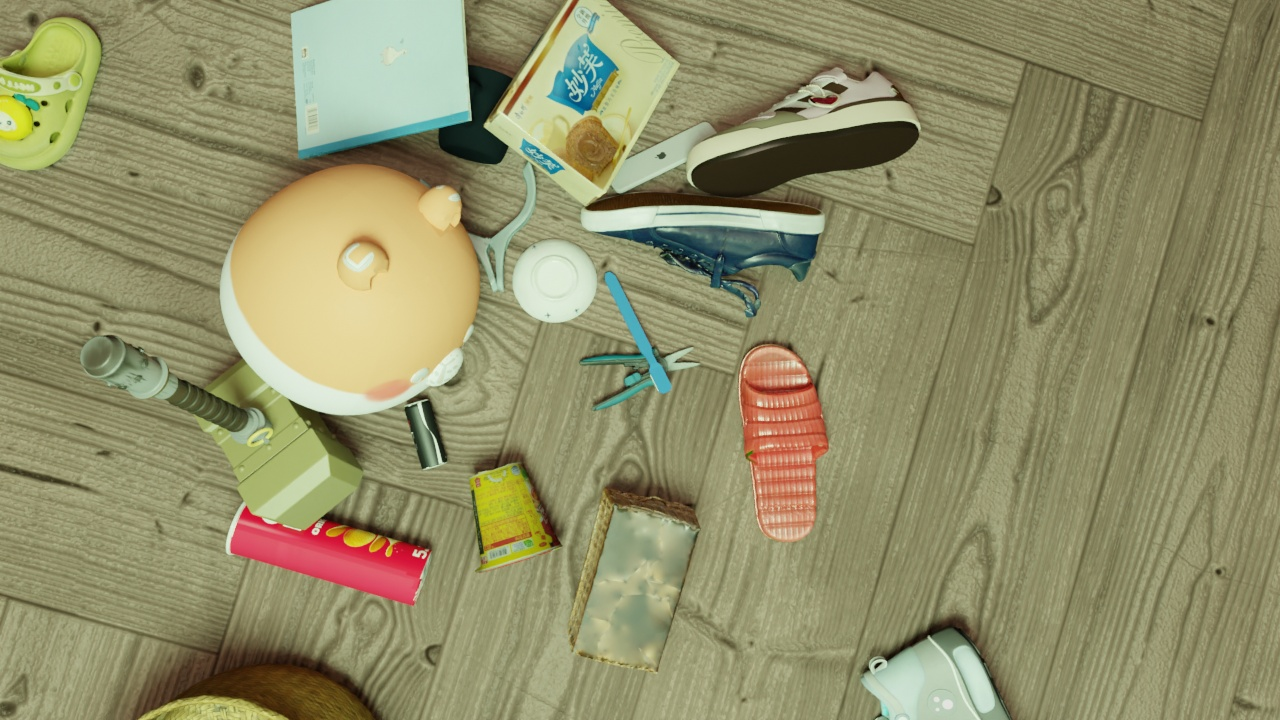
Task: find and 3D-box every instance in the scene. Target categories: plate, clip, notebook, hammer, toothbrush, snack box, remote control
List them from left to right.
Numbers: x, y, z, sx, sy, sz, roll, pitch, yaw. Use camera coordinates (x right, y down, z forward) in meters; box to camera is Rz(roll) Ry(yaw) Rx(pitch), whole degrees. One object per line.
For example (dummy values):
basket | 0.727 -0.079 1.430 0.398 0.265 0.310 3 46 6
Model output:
hammer | -0.431 0.048 0.925 0.100 0.325 0.190 -39 68 -5
notebook | -0.304 -0.340 1.055 0.254 0.009 0.181 -4 88 26
clip | -0.170 -0.186 1.117 0.164 0.031 0.169 -38 93 -3
plate | -0.105 -0.099 1.121 0.104 0.026 0.104 0 89 -4
snack box | -0.065 -0.310 1.069 0.153 0.055 0.207 35 70 -21
toothbrush | -0.005 -0.034 1.124 0.016 0.014 0.166 -24 78 -11
remote control | 0.028 -0.250 1.131 0.146 0.008 0.045 -27 55 -5

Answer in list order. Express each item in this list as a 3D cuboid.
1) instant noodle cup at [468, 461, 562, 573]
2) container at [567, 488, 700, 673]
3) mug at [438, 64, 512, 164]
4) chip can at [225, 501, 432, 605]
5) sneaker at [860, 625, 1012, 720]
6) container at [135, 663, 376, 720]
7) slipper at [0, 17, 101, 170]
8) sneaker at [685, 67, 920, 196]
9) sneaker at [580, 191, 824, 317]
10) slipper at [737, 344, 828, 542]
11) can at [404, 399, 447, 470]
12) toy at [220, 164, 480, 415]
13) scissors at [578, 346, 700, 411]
instant noodle cup | -0.153 0.181 1.082 0.100 0.100 0.112 -15 81 -5
container | -0.009 0.257 1.078 0.114 0.113 0.198 15 89 -4
mug | -0.192 -0.289 1.069 0.085 0.121 0.094 12 89 0
chip can | -0.360 0.224 1.073 0.220 0.069 0.069 17 87 -4
sneaker | 0.378 0.465 1.124 0.160 0.093 0.256 -25 92 4
container | -0.427 0.486 1.000 0.307 0.196 0.307 0 90 -6
slipper | -0.691 -0.312 1.053 0.091 0.082 0.190 23 85 -6
sneaker | 0.186 -0.290 1.113 0.293 0.112 0.116 -14 70 -7
sneaker | 0.072 -0.133 1.109 0.294 0.120 0.127 5 111 -7
slipper | 0.177 0.103 1.123 0.103 0.059 0.248 -6 91 -4
can | -0.258 0.089 1.102 0.031 0.031 0.080 -17 90 -5
toy | -0.294 -0.078 0.977 0.265 0.282 0.261 47 49 -7
scissors | -0.009 0.014 1.130 0.119 0.019 0.151 39 81 0
